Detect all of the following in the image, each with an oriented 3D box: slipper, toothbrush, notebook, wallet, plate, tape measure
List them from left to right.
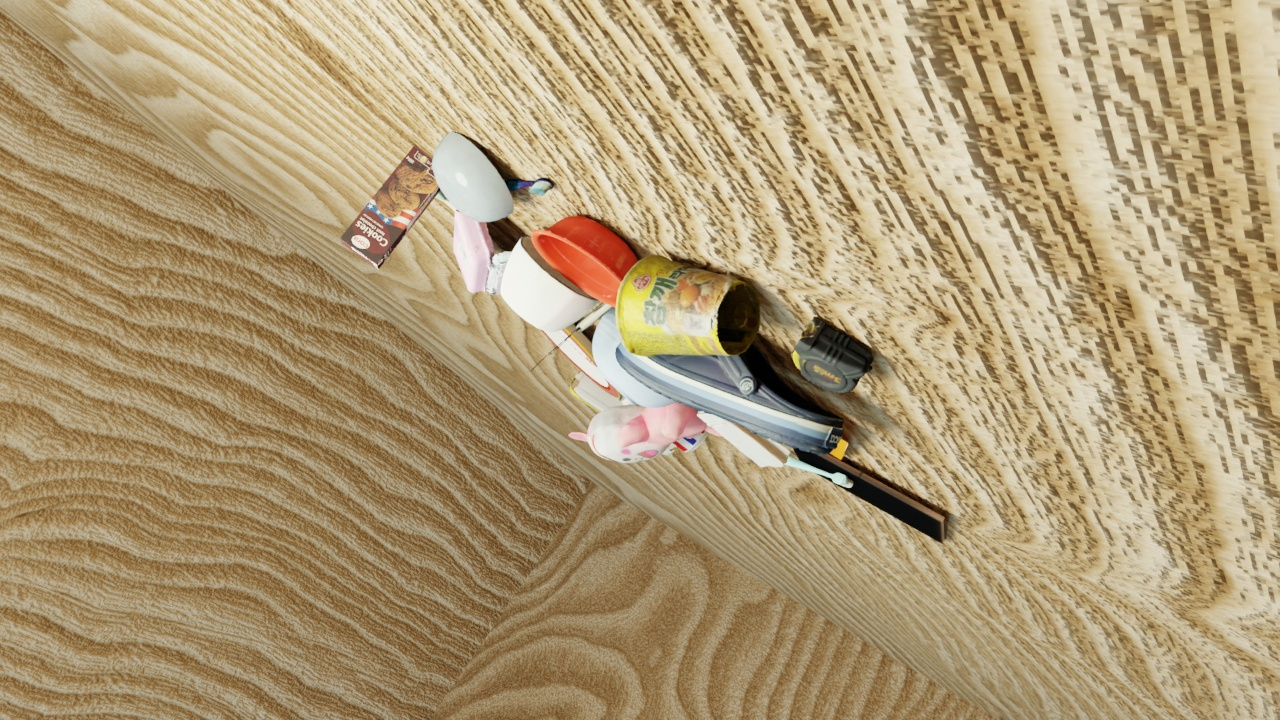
[{"bbox_3d":[-0.141,-0.183,0.975,0.016,0.017,0.189,46,163,-30],"label":"toothbrush"},{"bbox_3d":[-0.107,-0.030,1.406,0.230,0.021,0.230,43,170,9],"label":"plate"},{"bbox_3d":[0.097,0.016,0.948,0.253,0.095,0.105,25,-170,24],"label":"slipper"},{"bbox_3d":[0.130,0.090,1.151,0.116,0.032,0.086,38,164,-12],"label":"wallet"},{"bbox_3d":[0.217,0.141,1.210,0.016,0.016,0.181,27,174,-27],"label":"toothbrush"},{"bbox_3d":[0.169,-0.002,0.809,0.067,0.038,0.063,30,159,9],"label":"tape measure"},{"bbox_3d":[0.289,0.164,1.169,0.209,0.008,0.141,29,170,26],"label":"notebook"}]

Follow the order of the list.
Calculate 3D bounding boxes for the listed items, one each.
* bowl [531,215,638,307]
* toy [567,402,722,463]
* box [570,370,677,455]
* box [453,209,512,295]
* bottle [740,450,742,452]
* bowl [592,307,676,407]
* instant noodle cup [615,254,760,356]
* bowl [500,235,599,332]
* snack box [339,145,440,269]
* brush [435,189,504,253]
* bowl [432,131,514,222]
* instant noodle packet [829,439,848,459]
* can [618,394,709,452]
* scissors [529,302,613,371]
[{"bbox_3d":[-0.048,-0.108,0.949,0.130,0.045,0.130,33,168,8],"label":"bowl"},{"bbox_3d":[0.012,0.092,1.265,0.141,0.084,0.214,3,160,-42],"label":"toy"},{"bbox_3d":[-0.018,0.081,1.543,0.210,0.083,0.080,33,161,5],"label":"box"},{"bbox_3d":[-0.178,-0.141,1.184,0.202,0.103,0.101,146,106,-76],"label":"box"},{"bbox_3d":[0.144,0.092,1.224,0.041,0.041,0.116,31,167,19],"label":"bottle"},{"bbox_3d":[-0.007,0.007,1.139,0.150,0.075,0.150,44,178,2],"label":"bowl"},{"bbox_3d":[0.047,-0.044,0.850,0.108,0.102,0.102,11,155,42],"label":"instant noodle cup"},{"bbox_3d":[-0.108,-0.083,1.052,0.116,0.066,0.116,35,-163,-13],"label":"bowl"},{"bbox_3d":[-0.289,-0.181,1.086,0.051,0.140,0.032,36,168,-7],"label":"snack box"},{"bbox_3d":[-0.229,-0.186,1.223,0.033,0.012,0.217,23,165,42],"label":"brush"},{"bbox_3d":[-0.185,-0.187,0.976,0.106,0.039,0.106,42,162,16],"label":"bowl"},{"bbox_3d":[0.141,0.049,1.072,0.221,0.032,0.160,31,174,15],"label":"instant noodle packet"},{"bbox_3d":[0.039,0.073,1.361,0.132,0.070,0.070,36,168,-8],"label":"can"},{"bbox_3d":[-0.063,-0.042,1.052,0.012,0.158,0.168,49,-149,-5],"label":"scissors"}]
